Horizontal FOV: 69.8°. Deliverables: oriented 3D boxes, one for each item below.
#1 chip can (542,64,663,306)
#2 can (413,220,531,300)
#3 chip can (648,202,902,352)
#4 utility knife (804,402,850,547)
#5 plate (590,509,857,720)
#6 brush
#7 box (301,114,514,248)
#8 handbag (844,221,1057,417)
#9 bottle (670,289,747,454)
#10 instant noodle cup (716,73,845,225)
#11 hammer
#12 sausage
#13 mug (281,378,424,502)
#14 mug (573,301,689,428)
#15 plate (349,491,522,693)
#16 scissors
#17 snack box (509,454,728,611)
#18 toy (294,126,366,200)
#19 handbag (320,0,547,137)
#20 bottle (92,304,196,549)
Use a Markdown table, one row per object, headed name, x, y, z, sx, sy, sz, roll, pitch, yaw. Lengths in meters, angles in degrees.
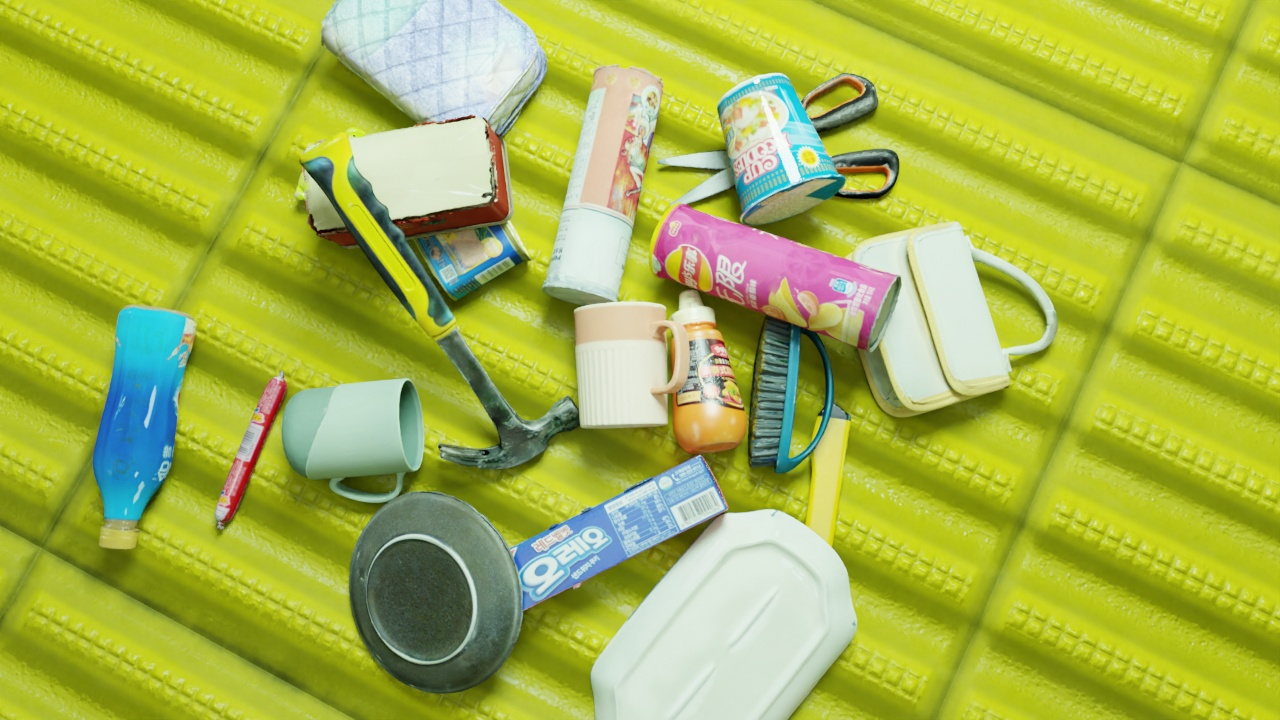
| name | x | y | z | sx | sy | sz | roll | pitch | yaw |
| --- | --- | --- | --- | --- | --- | --- | --- | --- | --- |
| chip can | -0.033 | -0.160 | 0.848 | 0.071 | 0.071 | 0.214 | 11 | 83 | 4 |
| can | -0.163 | -0.119 | 0.855 | 0.083 | 0.057 | 0.102 | -30 | 81 | 1 |
| chip can | 0.114 | -0.075 | 0.799 | 0.211 | 0.071 | 0.071 | 22 | 83 | 23 |
| utility knife | 0.164 | 0.119 | 0.830 | 0.033 | 0.015 | 0.167 | 9 | 84 | 9 |
| plate | 0.071 | 0.255 | 0.797 | 0.162 | 0.034 | 0.265 | 41 | 89 | 8 |
| brush | 0.136 | 0.030 | 0.821 | 0.073 | 0.055 | 0.143 | 7 | 83 | 7 |
| box | -0.203 | -0.158 | 0.796 | 0.168 | 0.077 | 0.091 | -8 | 84 | 5 |
| handbag | 0.285 | -0.046 | 0.828 | 0.178 | 0.063 | 0.163 | -15 | 83 | -4 |
| bottle | 0.055 | 0.007 | 0.829 | 0.067 | 0.067 | 0.149 | -8 | 75 | 1 |
| instant noodle cup | 0.118 | -0.191 | 0.822 | 0.099 | 0.099 | 0.110 | -19 | 81 | -1 |
| hammer | -0.181 | -0.039 | 0.783 | 0.126 | 0.032 | 0.323 | -32 | 112 | -2 |
| sausage | -0.363 | 0.083 | 0.854 | 0.020 | 0.020 | 0.155 | 20 | 83 | 5 |
| mug | -0.255 | 0.076 | 0.824 | 0.106 | 0.082 | 0.112 | -6 | 105 | 1 |
| mug | -0.005 | 0.005 | 0.809 | 0.115 | 0.081 | 0.106 | -7 | 82 | 40 |
| plate | -0.186 | 0.205 | 0.797 | 0.180 | 0.024 | 0.179 | 1 | 93 | 22 |
| scissors | 0.140 | -0.187 | 0.869 | 0.198 | 0.022 | 0.227 | 44 | 86 | 7 |
| snack box | -0.027 | 0.153 | 0.811 | 0.207 | 0.058 | 0.057 | -26 | 82 | -2 |
| toy | -0.278 | -0.176 | 0.880 | 0.097 | 0.031 | 0.100 | 12 | 82 | 2 |
| handbag | -0.191 | -0.293 | 0.871 | 0.194 | 0.075 | 0.134 | 40 | 90 | 8 |
| bottle | -0.458 | 0.061 | 0.837 | 0.065 | 0.065 | 0.218 | 6 | 82 | 3 |
